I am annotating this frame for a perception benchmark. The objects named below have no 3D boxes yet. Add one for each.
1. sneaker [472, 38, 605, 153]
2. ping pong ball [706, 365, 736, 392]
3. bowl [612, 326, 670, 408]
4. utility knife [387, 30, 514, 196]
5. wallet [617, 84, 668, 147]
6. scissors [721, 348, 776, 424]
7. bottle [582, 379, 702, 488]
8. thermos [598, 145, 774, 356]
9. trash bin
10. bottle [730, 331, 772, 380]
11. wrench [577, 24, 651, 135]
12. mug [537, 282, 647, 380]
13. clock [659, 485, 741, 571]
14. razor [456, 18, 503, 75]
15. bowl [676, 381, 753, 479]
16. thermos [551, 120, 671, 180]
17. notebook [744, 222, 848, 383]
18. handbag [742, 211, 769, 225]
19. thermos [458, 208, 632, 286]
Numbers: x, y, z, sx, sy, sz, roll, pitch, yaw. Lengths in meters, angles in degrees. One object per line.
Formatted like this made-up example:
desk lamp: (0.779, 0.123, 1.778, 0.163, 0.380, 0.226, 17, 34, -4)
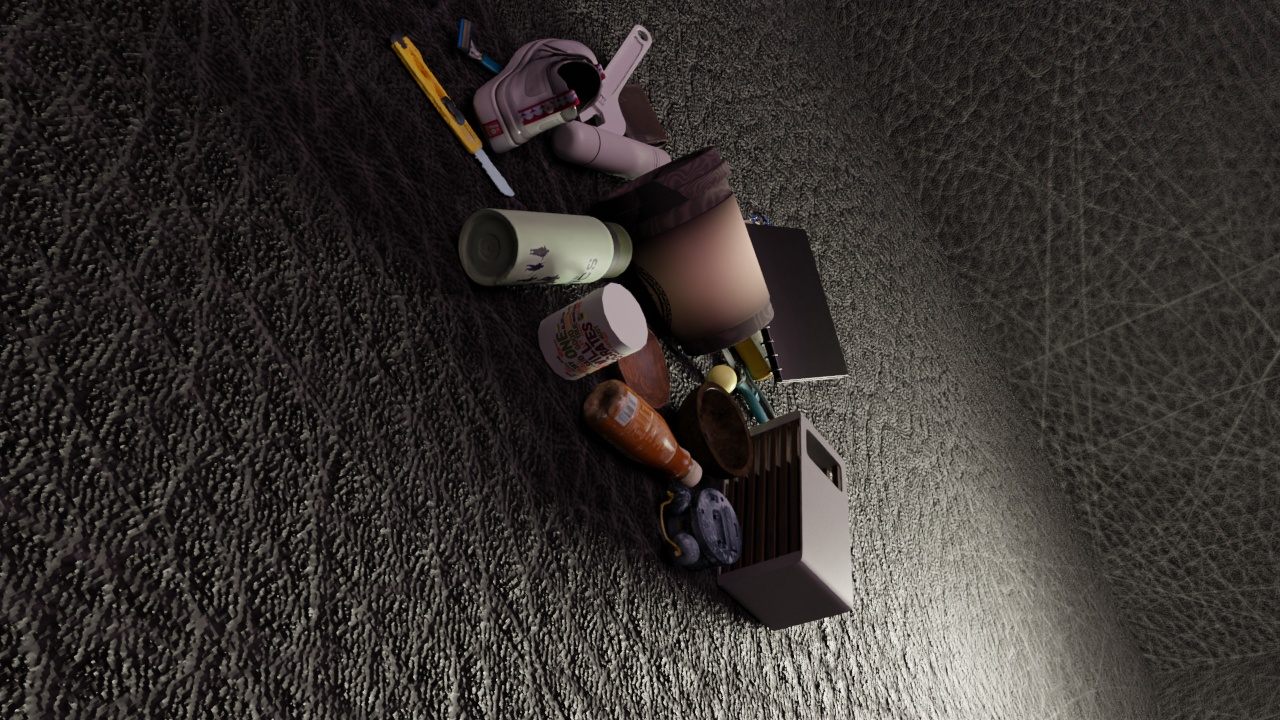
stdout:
sneaker: (-0.087, -0.327, 1.073, 0.097, 0.129, 0.262, 69, 28, -25)
ping pong ball: (0.109, 0.026, 1.231, 0.040, 0.040, 0.040, 37, 40, -39)
bowl: (-0.006, 0.006, 1.076, 0.102, 0.026, 0.114, 21, 52, -50)
utility knife: (-0.200, -0.260, 0.983, 0.207, 0.018, 0.030, 57, 40, -20)
wallet: (-0.010, -0.358, 1.342, 0.119, 0.031, 0.099, -25, 88, -58)
scissors: (0.154, 0.045, 1.312, 0.132, 0.019, 0.148, 22, 51, -51)
bottle: (0.009, 0.087, 1.006, 0.167, 0.059, 0.059, 43, 37, -34)
thermos: (0.067, -0.134, 1.170, 0.226, 0.173, 0.172, 64, 29, -14)
trash bin: (0.180, 0.196, 1.142, 0.114, 0.115, 0.228, 45, 35, -31)
bottle: (0.135, -0.058, 1.323, 0.186, 0.053, 0.053, 55, 31, -15)
wrench: (-0.027, -0.398, 1.306, 0.086, 0.018, 0.272, 43, 46, -19)
mug: (-0.049, -0.040, 0.978, 0.073, 0.090, 0.105, 45, 35, -31)
clock: (0.064, 0.189, 1.027, 0.129, 0.052, 0.090, 28, 47, -48)
razor: (-0.169, -0.345, 1.088, 0.144, 0.022, 0.042, 30, 58, -52)
bowl: (0.081, 0.092, 1.121, 0.121, 0.056, 0.121, 37, 40, -39)
thermos: (-0.036, -0.272, 1.210, 0.223, 0.052, 0.052, -2, 70, -58)
notebook: (0.211, -0.083, 1.303, 0.168, 0.019, 0.231, -3, 74, -44)
handbag: (0.185, -0.124, 1.365, 0.200, 0.093, 0.199, 61, 17, 7)
thermos: (-0.094, -0.121, 0.987, 0.230, 0.082, 0.082, -12, 78, -59)
